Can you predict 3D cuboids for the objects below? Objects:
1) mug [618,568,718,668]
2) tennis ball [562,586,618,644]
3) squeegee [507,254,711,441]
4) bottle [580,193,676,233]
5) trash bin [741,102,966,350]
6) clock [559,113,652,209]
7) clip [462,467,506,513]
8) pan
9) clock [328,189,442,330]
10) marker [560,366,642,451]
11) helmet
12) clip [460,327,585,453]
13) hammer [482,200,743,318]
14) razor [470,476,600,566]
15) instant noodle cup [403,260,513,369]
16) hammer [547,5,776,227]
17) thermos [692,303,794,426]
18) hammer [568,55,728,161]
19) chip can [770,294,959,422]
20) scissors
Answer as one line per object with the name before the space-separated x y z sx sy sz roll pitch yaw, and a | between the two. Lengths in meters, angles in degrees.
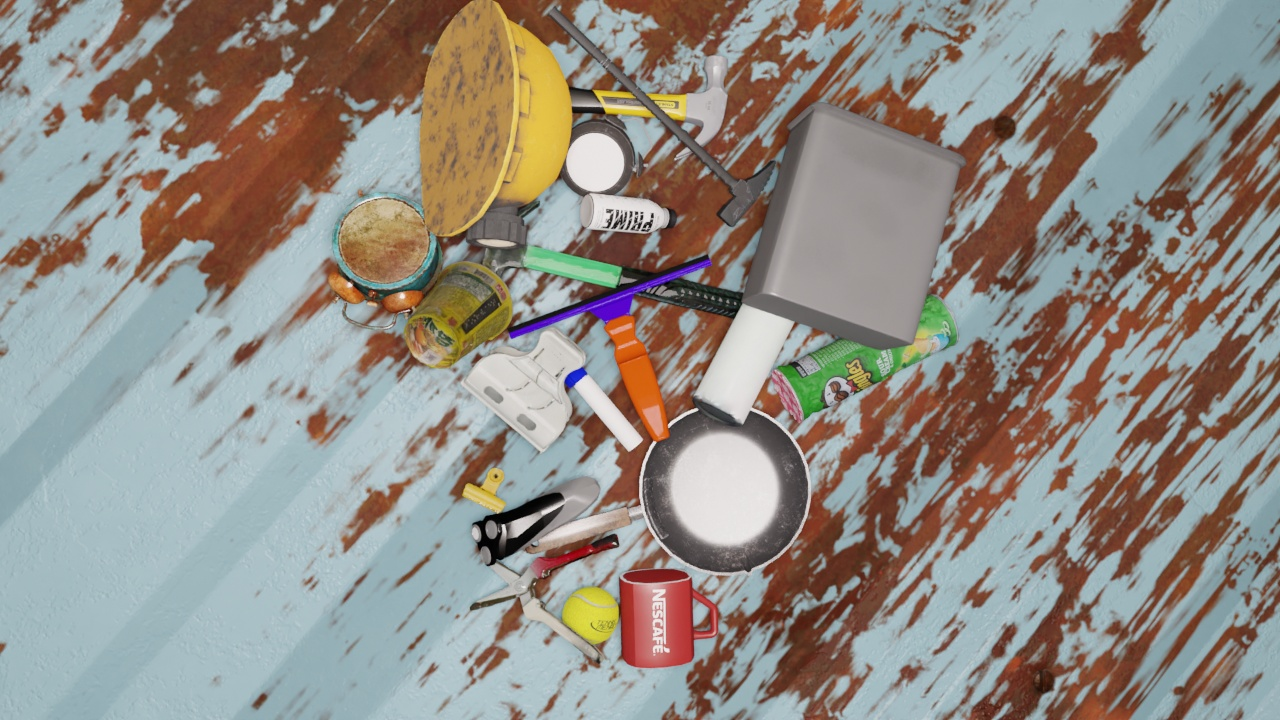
mug | 0.034 0.301 1.084 0.116 0.080 0.096 -2 90 -12
tennis ball | -0.058 0.300 1.081 0.065 0.065 0.065 0 90 -6
squeegee | -0.006 0.006 1.080 0.249 0.055 0.185 -20 89 1
bottle | -0.012 -0.173 1.089 0.115 0.041 0.041 1 90 -27
trash bin | 0.236 -0.146 1.028 0.191 0.098 0.219 18 83 -9
clock | -0.047 -0.238 1.079 0.123 0.043 0.091 -26 108 12
clip | -0.180 0.153 1.089 0.054 0.046 0.048 28 112 -3
pan | 0.026 0.174 1.103 0.357 0.040 0.207 -16 86 2
clock | -0.294 -0.109 1.054 0.121 0.073 0.157 13 77 -6
marker | -0.049 0.053 1.102 0.133 0.023 0.027 50 55 -3
helmet | -0.145 -0.252 1.013 0.131 0.206 0.255 6 86 -39
clip | -0.129 0.034 1.045 0.126 0.109 0.151 41 130 -7
hammer | -0.028 -0.101 1.104 0.318 0.032 0.130 13 88 -6
razor | -0.118 0.181 1.069 0.156 0.060 0.057 -22 62 -16
instant noodle cup | -0.208 -0.045 1.030 0.102 0.108 0.102 10 123 15
hammer | 0.024 -0.296 1.070 0.325 0.015 0.095 39 90 -20
thermos | 0.140 -0.036 1.081 0.068 0.068 0.229 29 77 -5
hammer | -0.057 -0.312 1.103 0.323 0.029 0.127 3 90 -5
chip can | 0.273 -0.005 1.111 0.223 0.075 0.075 -25 92 -6
scissors | -0.101 0.274 1.056 0.199 0.015 0.179 -29 66 5
